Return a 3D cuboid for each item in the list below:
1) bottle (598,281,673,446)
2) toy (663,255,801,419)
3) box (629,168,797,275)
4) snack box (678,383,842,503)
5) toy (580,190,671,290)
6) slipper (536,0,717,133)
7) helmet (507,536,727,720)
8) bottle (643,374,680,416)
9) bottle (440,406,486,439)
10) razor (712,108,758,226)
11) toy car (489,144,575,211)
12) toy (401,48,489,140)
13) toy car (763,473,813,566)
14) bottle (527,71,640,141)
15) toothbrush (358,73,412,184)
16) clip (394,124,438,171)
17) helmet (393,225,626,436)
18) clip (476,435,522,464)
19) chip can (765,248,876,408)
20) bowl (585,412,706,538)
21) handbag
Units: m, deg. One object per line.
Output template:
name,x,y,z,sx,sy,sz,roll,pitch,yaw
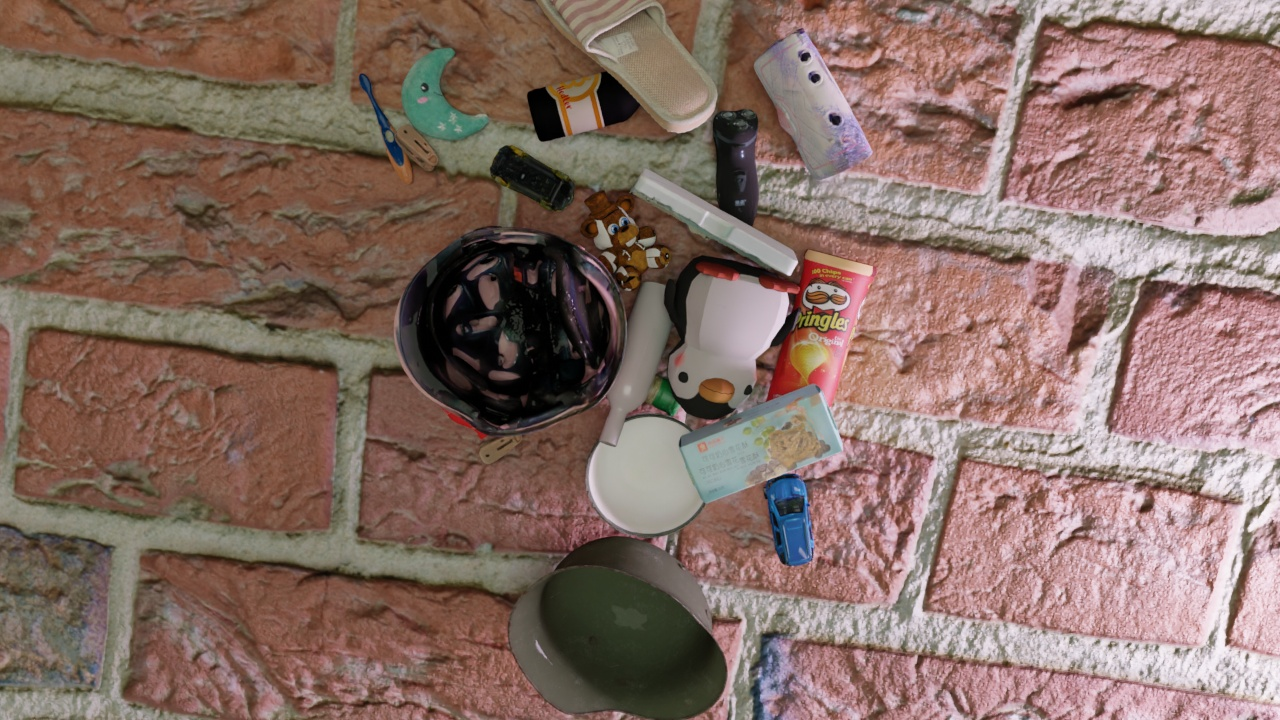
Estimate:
bottle,-0.006,0.006,1.076,0.052,0.052,0.195,21,76,-4
toy,0.091,-0.025,1.073,0.159,0.140,0.184,11,106,-11
box,0.081,-0.158,1.043,0.197,0.136,0.044,29,96,-6
snack box,0.136,0.095,1.051,0.175,0.053,0.075,-22,98,7
toy,-0.024,-0.145,1.081,0.087,0.067,0.112,-38,112,-20
slipper,-0.019,-0.363,1.014,0.114,0.052,0.263,-41,84,-18
helmet,-0.011,0.311,1.109,0.268,0.153,0.227,41,114,-8
bottle,-0.001,0.029,1.121,0.111,0.043,0.043,23,98,-4
bottle,-0.232,0.037,1.118,0.042,0.042,0.141,-35,99,5
razor,0.114,-0.220,1.070,0.053,0.063,0.140,-4,103,2
toy car,-0.127,-0.214,1.083,0.107,0.030,0.049,29,97,-3
toy,-0.234,-0.304,1.067,0.085,0.033,0.105,-27,98,-7
toy car,0.191,0.201,1.153,0.056,0.043,0.120,-11,99,1
bottle,-0.036,-0.302,1.055,0.181,0.059,0.059,-14,100,1
toothbrush,-0.299,-0.272,1.080,0.021,0.017,0.135,-21,102,6
clip,-0.260,-0.248,1.073,0.025,0.049,0.061,-44,133,-29
helmet,-0.143,-0.043,1.051,0.255,0.152,0.230,-12,102,2
clip,-0.172,0.106,1.135,0.050,0.060,0.026,-18,100,29
chip can,0.210,-0.020,1.095,0.087,0.087,0.213,14,100,-3
bowl,0.010,0.133,1.124,0.153,0.073,0.153,0,99,0
handbag,0.190,-0.285,1.028,0.069,0.126,0.158,-30,100,6
